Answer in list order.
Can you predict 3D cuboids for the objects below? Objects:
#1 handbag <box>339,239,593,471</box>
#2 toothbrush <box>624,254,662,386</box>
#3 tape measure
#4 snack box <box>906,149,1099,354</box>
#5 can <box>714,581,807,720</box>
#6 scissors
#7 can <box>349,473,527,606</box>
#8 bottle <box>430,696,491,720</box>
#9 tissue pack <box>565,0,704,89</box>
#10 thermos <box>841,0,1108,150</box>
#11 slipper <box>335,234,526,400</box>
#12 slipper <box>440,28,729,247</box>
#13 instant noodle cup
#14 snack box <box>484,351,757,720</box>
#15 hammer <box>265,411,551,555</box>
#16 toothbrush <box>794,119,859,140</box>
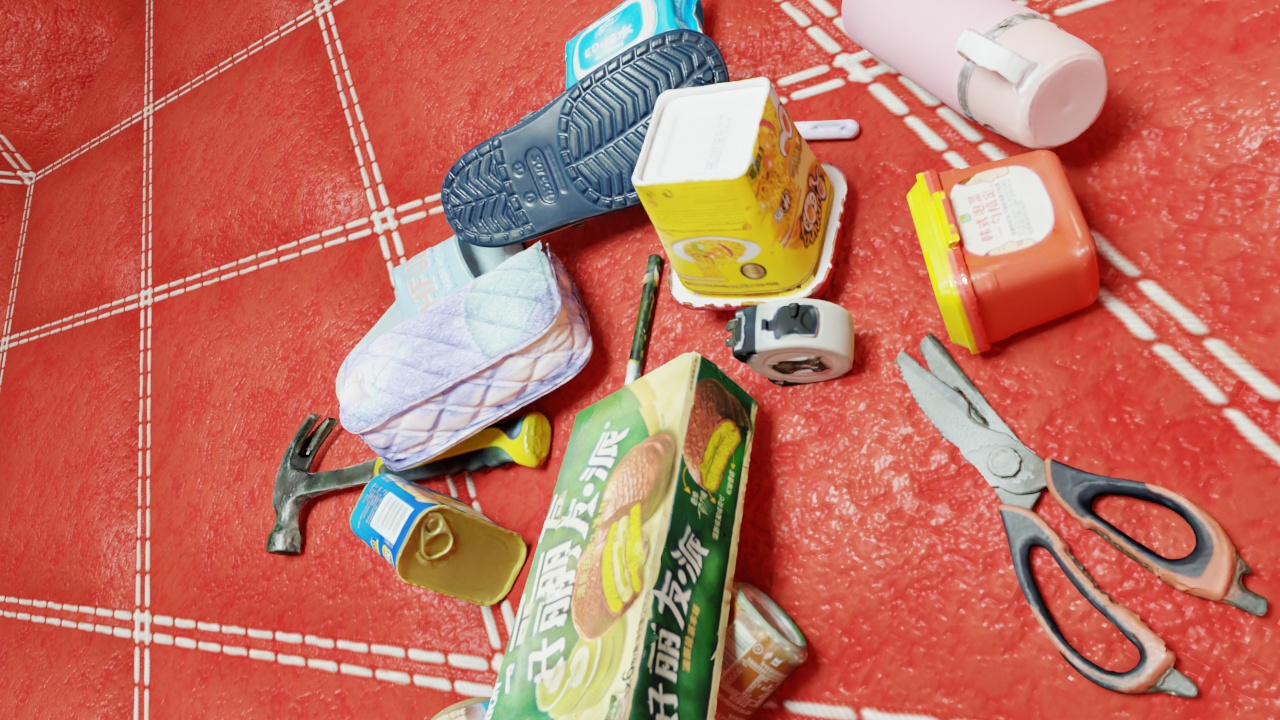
[{"bbox_3d":[-0.134,-0.003,0.710,0.194,0.075,0.134,-28,38,7],"label":"handbag"},{"bbox_3d":[-0.004,0.004,0.666,0.012,0.017,0.185,10,69,2],"label":"toothbrush"},{"bbox_3d":[0.095,-0.011,0.555,0.066,0.065,0.033,-12,64,38],"label":"tape measure"},{"bbox_3d":[0.195,-0.062,0.492,0.080,0.082,0.091,-17,56,21],"label":"snack box"},{"bbox_3d":[0.025,0.193,0.509,0.147,0.058,0.058,-49,45,8],"label":"can"},{"bbox_3d":[0.206,0.057,0.462,0.198,0.015,0.205,-7,63,39],"label":"scissors"},{"bbox_3d":[-0.147,0.127,0.661,0.083,0.102,0.057,19,80,47],"label":"can"},{"bbox_3d":[-0.074,0.306,0.527,0.065,0.065,0.218,-42,47,15],"label":"bottle"},{"bbox_3d":[-0.004,-0.257,0.776,0.140,0.063,0.089,-22,54,30],"label":"tissue pack"},{"bbox_3d":[0.185,-0.191,0.545,0.067,0.087,0.198,-59,31,25],"label":"thermos"},{"bbox_3d":[-0.197,-0.044,0.816,0.246,0.074,0.104,-39,47,19],"label":"slipper"},{"bbox_3d":[-0.038,-0.161,0.722,0.253,0.105,0.095,-24,10,19],"label":"slipper"},{"bbox_3d":[0.060,-0.104,0.581,0.116,0.123,0.116,2,63,29],"label":"instant noodle cup"},{"bbox_3d":[-0.005,0.115,0.518,0.115,0.063,0.239,-29,33,40],"label":"snack box"},{"bbox_3d":[-0.206,0.086,0.777,0.324,0.032,0.126,-15,65,33],"label":"hammer"},{"bbox_3d":[0.079,-0.171,0.691,0.189,0.021,0.029,11,113,41],"label":"toothbrush"}]
